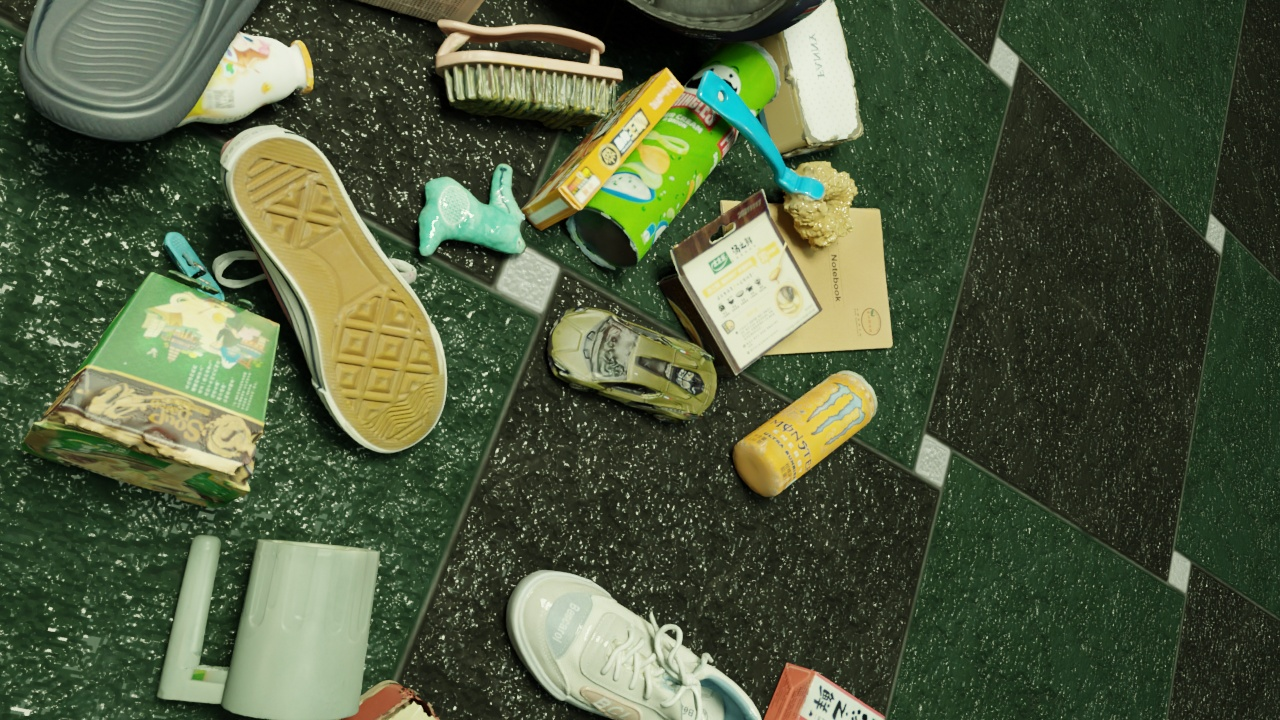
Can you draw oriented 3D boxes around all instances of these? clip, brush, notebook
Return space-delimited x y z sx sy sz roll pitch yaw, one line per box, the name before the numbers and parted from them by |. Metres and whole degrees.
clip | -0.293 -0.059 0.602 0.014 0.043 0.056 -39 106 -27
brush | 0.125 -0.176 0.815 0.254 0.046 0.083 30 76 -48
notebook | 0.168 -0.081 0.902 0.207 0.008 0.147 -3 87 -32
brush | -0.091 -0.227 0.722 0.145 0.063 0.073 -1 90 -31

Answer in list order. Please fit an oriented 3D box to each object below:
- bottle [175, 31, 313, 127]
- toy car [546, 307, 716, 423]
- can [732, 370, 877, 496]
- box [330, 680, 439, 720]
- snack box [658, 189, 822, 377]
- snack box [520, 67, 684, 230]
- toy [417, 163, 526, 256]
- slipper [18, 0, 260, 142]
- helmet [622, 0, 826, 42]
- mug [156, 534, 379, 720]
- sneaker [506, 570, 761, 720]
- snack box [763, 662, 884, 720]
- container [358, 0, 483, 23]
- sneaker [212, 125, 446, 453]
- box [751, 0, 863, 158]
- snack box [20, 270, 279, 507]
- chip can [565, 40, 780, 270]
bottle | -0.274 -0.189 0.602 0.108 0.063 0.063 -16 94 -33
toy car | -0.005 0.004 0.768 0.158 0.042 0.070 18 75 -27
can | 0.153 0.066 0.849 0.145 0.058 0.058 -32 102 -30
box | -0.199 0.295 0.592 0.168 0.080 0.091 -32 101 -30
snack box | 0.087 -0.067 0.815 0.113 0.053 0.125 -35 100 -23
snack box | -0.031 -0.171 0.746 0.026 0.075 0.153 46 64 -19
toy | -0.126 -0.114 0.710 0.091 0.030 0.096 16 70 -35
slipper | -0.282 -0.248 0.544 0.110 0.084 0.267 14 55 -18
helmet | 0.044 -0.410 0.723 0.315 0.248 0.239 41 37 -16
mug | -0.236 0.168 0.590 0.124 0.084 0.103 8 79 -6
sneaker | 0.002 0.248 0.718 0.242 0.091 0.089 39 65 -22
snack box | 0.166 0.358 0.837 0.127 0.044 0.113 37 67 -24
container | -0.172 -0.307 0.665 0.110 0.090 0.090 2 84 -29
sneaker | -0.208 -0.047 0.619 0.118 0.088 0.241 -32 124 -18
box | 0.150 -0.291 0.884 0.089 0.059 0.184 -14 91 -33
snack box | -0.284 0.018 0.558 0.118 0.118 0.105 27 59 -30
chip can | 0.032 -0.180 0.790 0.072 0.072 0.235 47 64 -20
